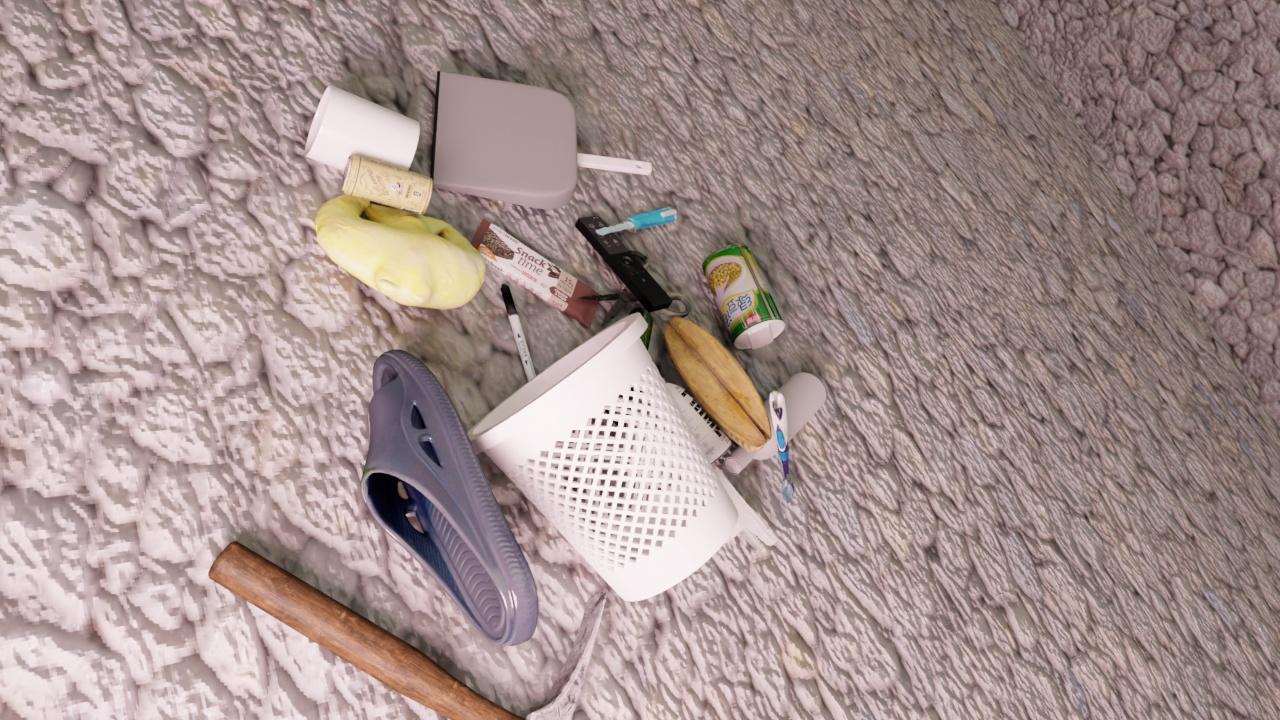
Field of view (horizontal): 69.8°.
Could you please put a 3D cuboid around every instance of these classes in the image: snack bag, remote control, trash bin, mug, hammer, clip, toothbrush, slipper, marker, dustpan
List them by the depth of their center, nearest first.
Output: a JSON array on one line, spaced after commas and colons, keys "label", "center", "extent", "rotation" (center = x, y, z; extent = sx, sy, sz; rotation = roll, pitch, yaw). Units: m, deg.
[{"label": "slipper", "center": [-0.172, 0.111, 0.716], "extent": [0.083, 0.111, 0.268], "rotation": [-15, 56, -34]}, {"label": "hammer", "center": [-0.174, 0.203, 0.717], "extent": [0.300, 0.037, 0.217], "rotation": [36, 43, -12]}, {"label": "trash bin", "center": [-0.023, 0.095, 0.825], "extent": [0.199, 0.196, 0.194], "rotation": [54, 42, -8]}, {"label": "mug", "center": [-0.282, -0.231, 0.929], "extent": [0.090, 0.074, 0.110], "rotation": [18, 24, -29]}, {"label": "marker", "center": [-0.121, -0.014, 0.938], "extent": [0.011, 0.011, 0.152], "rotation": [0, 60, -39]}, {"label": "clip", "center": [0.095, 0.167, 0.974], "extent": [0.102, 0.052, 0.057], "rotation": [50, 14, 3]}, {"label": "toothbrush", "center": [0.153, 0.096, 0.989], "extent": [0.016, 0.189, 0.017], "rotation": [4, 49, 18]}, {"label": "snack bag", "center": [-0.113, -0.096, 1.003], "extent": [0.158, 0.013, 0.056], "rotation": [33, 43, -16]}, {"label": "dustpan", "center": [-0.109, -0.245, 1.062], "extent": [0.257, 0.033, 0.163], "rotation": [4, 62, -14]}, {"label": "remote control", "center": [-0.020, -0.115, 1.070], "extent": [0.034, 0.013, 0.150], "rotation": [-17, 60, -45]}]

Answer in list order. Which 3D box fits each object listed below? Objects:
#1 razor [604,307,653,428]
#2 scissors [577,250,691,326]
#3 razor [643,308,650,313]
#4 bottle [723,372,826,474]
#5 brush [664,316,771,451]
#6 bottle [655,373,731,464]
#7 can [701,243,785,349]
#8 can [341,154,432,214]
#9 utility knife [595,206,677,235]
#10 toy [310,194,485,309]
[{"label": "razor", "center": [-0.006, 0.006, 0.972], "extent": [0.054, 0.067, 0.151], "rotation": [56, 38, -42]}, {"label": "scissors", "center": [-0.004, -0.078, 1.065], "extent": [0.165, 0.013, 0.157], "rotation": [21, 39, -22]}, {"label": "razor", "center": [-0.026, -0.026, 1.018], "extent": [0.042, 0.022, 0.143], "rotation": [49, 42, -1]}, {"label": "bottle", "center": [0.153, 0.076, 1.066], "extent": [0.052, 0.053, 0.194], "rotation": [51, 42, 3]}, {"label": "brush", "center": [0.083, 0.024, 1.020], "extent": [0.059, 0.043, 0.195], "rotation": [-32, 56, -7]}, {"label": "bottle", "center": [0.047, 0.061, 1.000], "extent": [0.116, 0.041, 0.041], "rotation": [48, 42, 0]}, {"label": "can", "center": [0.128, -0.079, 1.149], "extent": [0.067, 0.068, 0.121], "rotation": [-1, 61, -40]}, {"label": "can", "center": [-0.246, -0.170, 0.890], "extent": [0.079, 0.038, 0.038], "rotation": [13, 53, -25]}, {"label": "utility knife", "center": [-0.004, -0.173, 1.133], "extent": [0.022, 0.015, 0.178], "rotation": [57, 35, 8]}, {"label": "toy", "center": [-0.228, -0.102, 0.875], "extent": [0.170, 0.065, 0.154], "rotation": [17, 33, -25]}]
